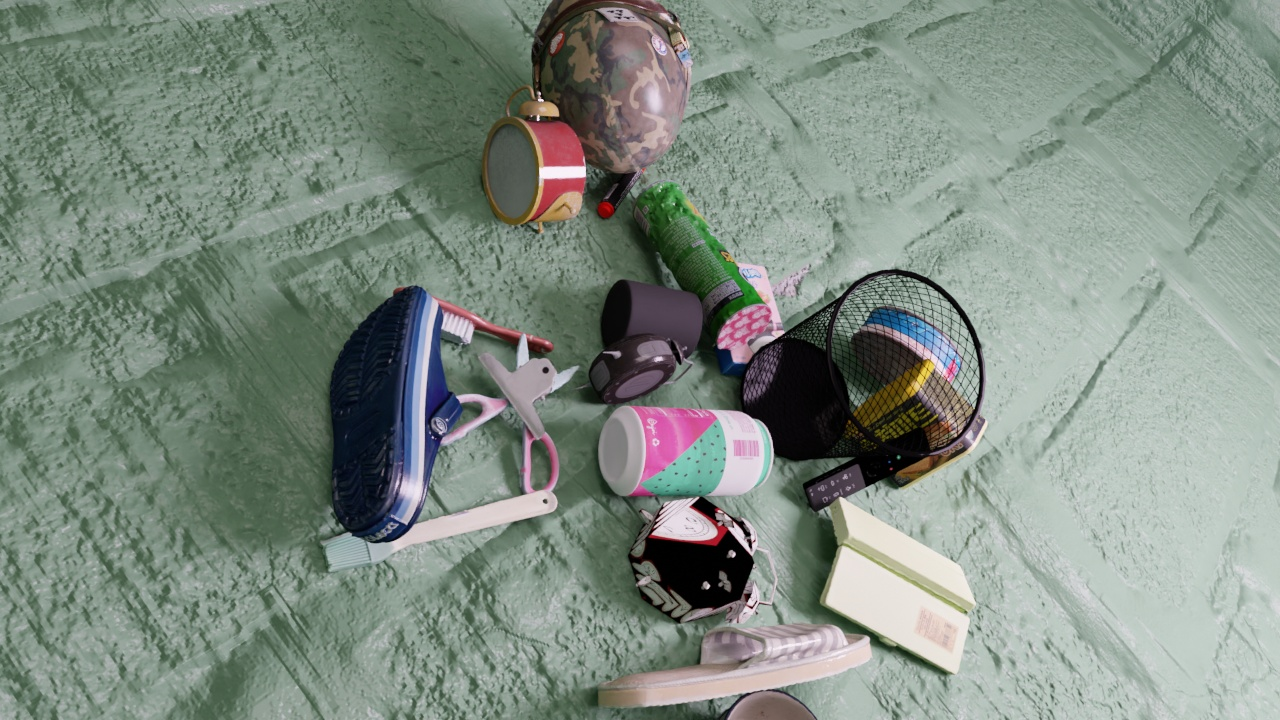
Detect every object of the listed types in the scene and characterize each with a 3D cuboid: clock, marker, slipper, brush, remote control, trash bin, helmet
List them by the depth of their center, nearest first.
[{"bbox_3d":[-0.212,0.051,0.812,0.095,0.105,0.252,35,36,-39],"label":"slipper"},{"bbox_3d":[-0.171,0.147,0.814,0.217,0.012,0.033,-10,65,-32],"label":"brush"},{"bbox_3d":[0.088,0.270,0.825,0.272,0.115,0.054,-3,81,-28],"label":"slipper"},{"bbox_3d":[0.071,0.194,0.890,0.154,0.065,0.114,17,52,-18],"label":"clock"},{"bbox_3d":[-0.170,-0.030,0.929,0.172,0.041,0.030,20,68,-20],"label":"brush"},{"bbox_3d":[-0.006,0.006,0.960,0.122,0.091,0.043,-9,64,-38],"label":"clock"},{"bbox_3d":[0.219,0.023,0.973,0.184,0.211,0.184,5,76,-21],"label":"trash bin"},{"bbox_3d":[0.252,0.121,1.019,0.150,0.013,0.034,-25,114,-5],"label":"remote control"},{"bbox_3d":[-0.117,-0.230,1.036,0.081,0.117,0.159,-11,85,-39],"label":"clock"},{"bbox_3d":[-0.034,-0.344,1.104,0.235,0.193,0.224,-86,158,-64],"label":"helmet"},{"bbox_3d":[-0.019,-0.227,1.162,0.023,0.021,0.144,17,47,13],"label":"marker"}]

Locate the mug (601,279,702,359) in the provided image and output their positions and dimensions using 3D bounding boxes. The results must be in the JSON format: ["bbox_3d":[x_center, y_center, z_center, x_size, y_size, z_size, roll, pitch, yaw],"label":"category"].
[{"bbox_3d":[0.006,-0.053,1.027,0.088,0.078,0.113,9,28,-25],"label":"mug"}]

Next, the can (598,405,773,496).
[{"bbox_3d":[0.046,0.093,0.931,0.165,0.088,0.088,4,57,-28],"label":"can"}]

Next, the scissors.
[{"bbox_3d":[-0.132,0.050,0.892,0.168,0.014,0.170,5,68,-20],"label":"scissors"}]

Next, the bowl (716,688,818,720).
[{"bbox_3d":[0.105,0.354,0.803,0.115,0.059,0.115,15,52,-21],"label":"bowl"}]

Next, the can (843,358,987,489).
[{"bbox_3d":[0.320,0.077,1.075,0.101,0.131,0.072,46,48,2],"label":"can"}]

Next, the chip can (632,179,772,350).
[{"bbox_3d":[0.067,-0.116,1.076,0.075,0.076,0.223,-7,52,-34],"label":"chip can"}]

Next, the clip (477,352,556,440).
[{"bbox_3d":[-0.109,0.024,0.898,0.054,0.041,0.101,-35,84,-14],"label":"clip"}]

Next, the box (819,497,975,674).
[{"bbox_3d":[0.280,0.239,0.988,0.187,0.048,0.140,32,51,-15],"label":"box"}]

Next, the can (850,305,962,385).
[{"bbox_3d":[0.327,-0.008,1.133,0.130,0.130,0.044,40,75,0],"label":"can"}]

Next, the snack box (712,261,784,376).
[{"bbox_3d":[0.125,-0.052,1.115,0.087,0.033,0.154,6,56,-27],"label":"snack box"}]
